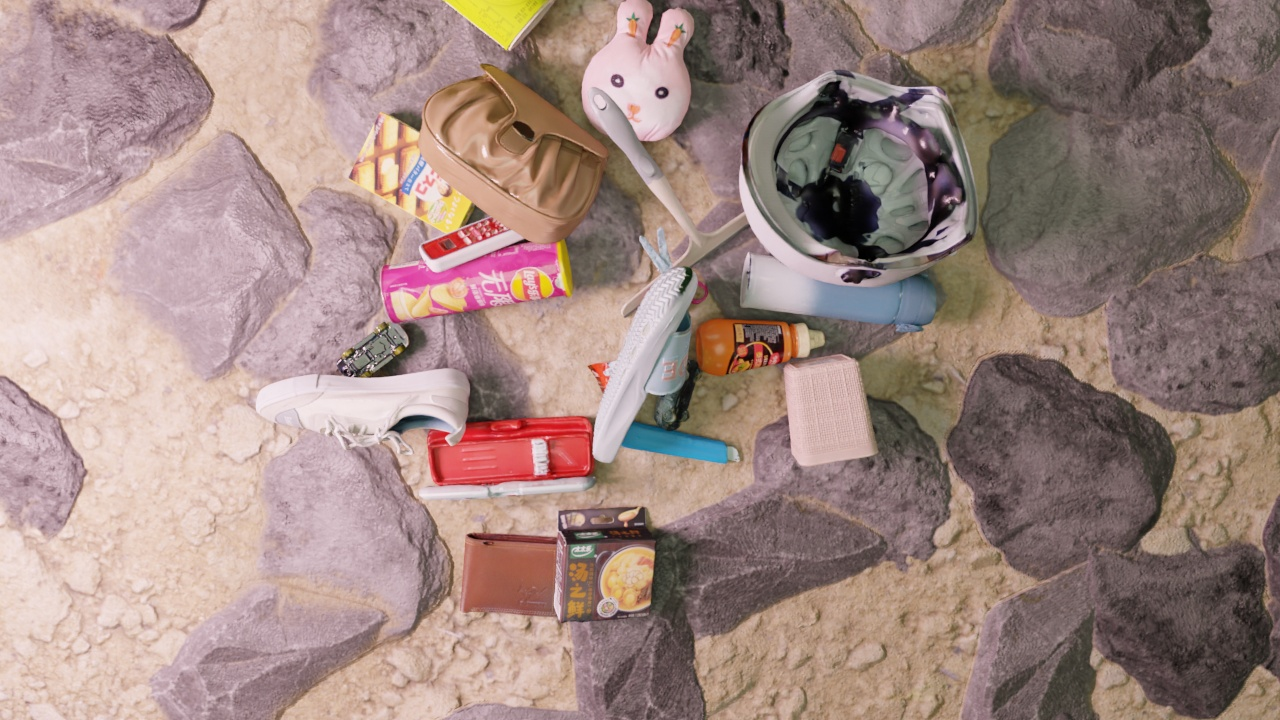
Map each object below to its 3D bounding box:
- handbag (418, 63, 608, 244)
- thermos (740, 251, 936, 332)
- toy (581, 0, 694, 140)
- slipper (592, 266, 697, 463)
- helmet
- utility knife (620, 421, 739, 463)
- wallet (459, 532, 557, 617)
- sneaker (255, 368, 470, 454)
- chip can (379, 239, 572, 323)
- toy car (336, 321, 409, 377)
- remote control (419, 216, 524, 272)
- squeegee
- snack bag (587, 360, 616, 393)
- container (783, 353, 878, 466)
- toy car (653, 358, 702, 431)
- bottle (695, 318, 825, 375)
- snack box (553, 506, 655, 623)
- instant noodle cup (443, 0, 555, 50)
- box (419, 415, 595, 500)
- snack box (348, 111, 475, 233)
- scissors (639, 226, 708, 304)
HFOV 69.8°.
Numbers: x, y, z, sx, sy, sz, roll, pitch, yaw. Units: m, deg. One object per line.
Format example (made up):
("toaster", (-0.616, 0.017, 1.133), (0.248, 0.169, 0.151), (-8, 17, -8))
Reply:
("handbag", (-0.135, -0.231, 1.002), (0.204, 0.100, 0.147), (35, 62, -5))
("thermos", (0.226, -0.078, 1.052), (0.220, 0.070, 0.070), (8, 99, 0))
("toy", (0.001, -0.325, 1.025), (0.121, 0.054, 0.159), (13, 91, -2))
("slipper", (0.012, 0.013, 1.026), (0.074, 0.104, 0.246), (21, 111, -9))
("helmet", (0.218, -0.178, 0.985), (0.258, 0.146, 0.229), (-7, 75, -10))
("utility knife", (0.043, 0.101, 1.108), (0.159, 0.018, 0.034), (12, 103, -3))
("wallet", (-0.159, 0.266, 1.131), (0.124, 0.032, 0.101), (3, 101, 0))
("sneaker", (-0.319, 0.068, 1.061), (0.242, 0.090, 0.090), (-4, 65, -4))
("chip can", (-0.187, -0.092, 1.054), (0.210, 0.071, 0.071), (-9, 99, 3))
("toy car", (-0.315, -0.011, 1.087), (0.090, 0.035, 0.042), (-37, 98, 6))
("remote control", (-0.180, -0.139, 1.035), (0.135, 0.056, 0.020), (-24, 129, -16))
("squeegee", (0.019, -0.194, 0.998), (0.246, 0.039, 0.246), (-36, 123, 6))
("snack bag", (-0.006, 0.006, 1.088), (0.104, 0.026, 0.048), (-24, 118, 4))
("container", (0.216, 0.055, 1.064), (0.090, 0.090, 0.111), (-10, 95, 3))
("toy car", (0.043, 0.040, 1.087), (0.034, 0.042, 0.091), (25, 106, 31))
("bottle", (0.141, -0.020, 1.068), (0.149, 0.066, 0.067), (-5, 99, -5))
("snack box", (-0.044, 0.246, 1.105), (0.113, 0.053, 0.126), (0, 105, -16))
("instant noodle cup", (-0.160, -0.407, 0.991), (0.123, 0.111, 0.112), (42, 97, -14))
("box", (-0.154, 0.122, 1.073), (0.201, 0.101, 0.095), (-4, 100, 1))
("snack box", (-0.253, -0.213, 1.055), (0.140, 0.033, 0.087), (29, 99, -6))
("scissors", (0.040, -0.103, 1.041), (0.083, 0.017, 0.138), (-11, 136, -1))
